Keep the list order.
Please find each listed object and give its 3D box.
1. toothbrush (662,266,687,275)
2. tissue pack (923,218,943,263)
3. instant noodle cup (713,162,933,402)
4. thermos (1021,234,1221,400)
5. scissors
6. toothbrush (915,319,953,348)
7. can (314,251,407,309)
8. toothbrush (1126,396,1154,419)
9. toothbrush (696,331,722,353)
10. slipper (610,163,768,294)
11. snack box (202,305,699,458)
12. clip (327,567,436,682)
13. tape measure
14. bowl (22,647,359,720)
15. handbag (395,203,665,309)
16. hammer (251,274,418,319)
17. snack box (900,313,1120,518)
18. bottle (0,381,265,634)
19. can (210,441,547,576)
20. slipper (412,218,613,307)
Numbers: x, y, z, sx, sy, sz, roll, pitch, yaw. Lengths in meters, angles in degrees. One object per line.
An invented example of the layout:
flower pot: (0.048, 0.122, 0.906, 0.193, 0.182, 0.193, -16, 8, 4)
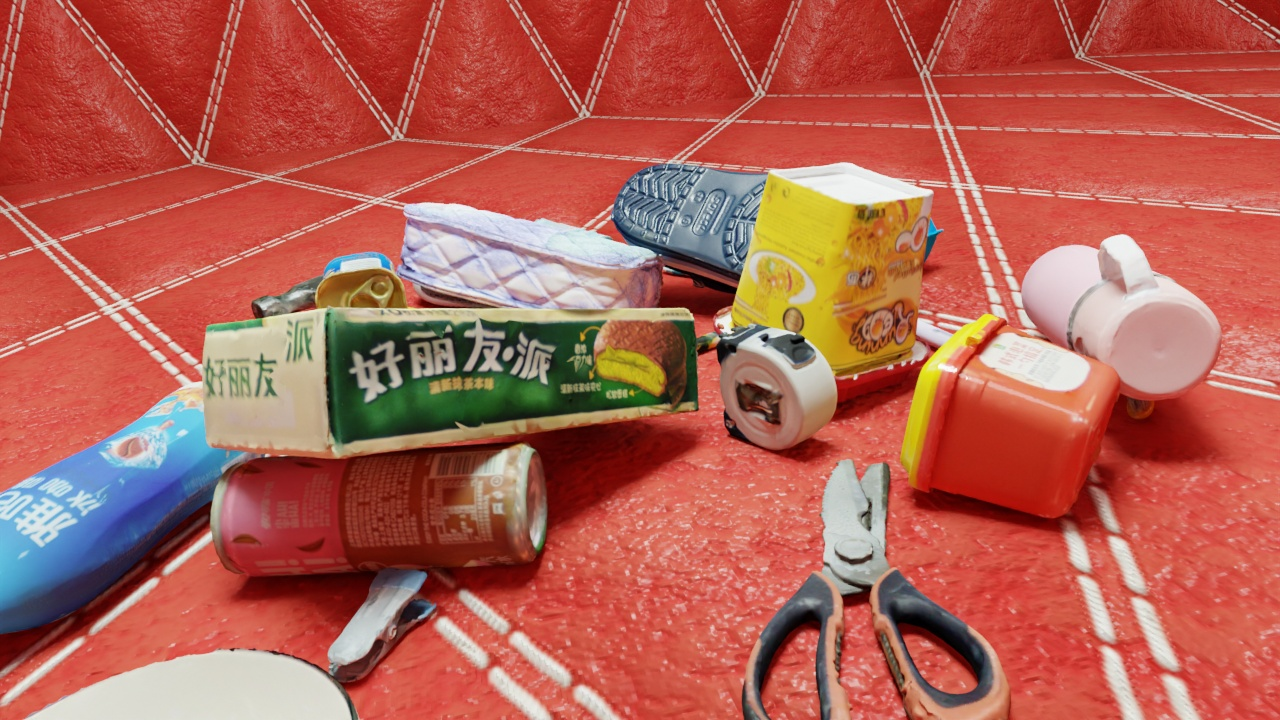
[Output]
toothbrush: (0.093, -0.080, 0.840, 0.192, 0.018, 0.016, 12, 28, 40)
tissue pack: (0.187, -0.107, 0.821, 0.140, 0.063, 0.089, 10, 25, 36)
instant noodle cup: (0.121, -0.053, 0.580, 0.116, 0.124, 0.116, -13, 32, -33)
thermos: (0.270, -0.035, 0.536, 0.067, 0.087, 0.198, -20, 6, 18)
scissors: (0.103, 0.093, 0.381, 0.204, 0.015, 0.197, -20, 24, -33)
toothbrush: (0.181, -0.034, 0.694, 0.029, 0.021, 0.189, -48, 30, -2)
can: (-0.191, -0.021, 0.645, 0.057, 0.102, 0.083, -11, 19, -14)
toothbrush: (0.317, -0.007, 0.581, 0.016, 0.018, 0.190, -13, 15, 33)
toothbrush: (-0.004, 0.004, 0.644, 0.185, 0.017, 0.012, -19, 63, -33)
slipper: (0.094, -0.095, 0.754, 0.253, 0.105, 0.095, 14, -16, 26)
snack box: (-0.084, 0.007, 0.477, 0.115, 0.063, 0.239, -3, 1, 42)
clip: (-0.111, 0.111, 0.385, 0.026, 0.041, 0.058, 5, 27, 19)
tape measure: (0.076, 0.016, 0.519, 0.033, 0.066, 0.066, -27, 27, -35)
bowl: (-0.129, 0.140, 0.245, 0.116, 0.066, 0.116, -4, 20, 1)
handbag: (-0.087, -0.071, 0.724, 0.194, 0.076, 0.134, 16, 14, 13)
hammer: (-0.203, -0.037, 0.780, 0.324, 0.032, 0.125, 15, 36, 42)
snack box: (0.182, 0.027, 0.447, 0.080, 0.082, 0.091, 20, 31, 30)
bottle: (-0.272, 0.079, 0.450, 0.065, 0.065, 0.218, 0, 22, 15)
can: (-0.121, 0.071, 0.437, 0.147, 0.058, 0.057, -4, 21, 6)
slipper: (-0.101, -0.093, 0.851, 0.246, 0.074, 0.103, 0, 20, 20)
